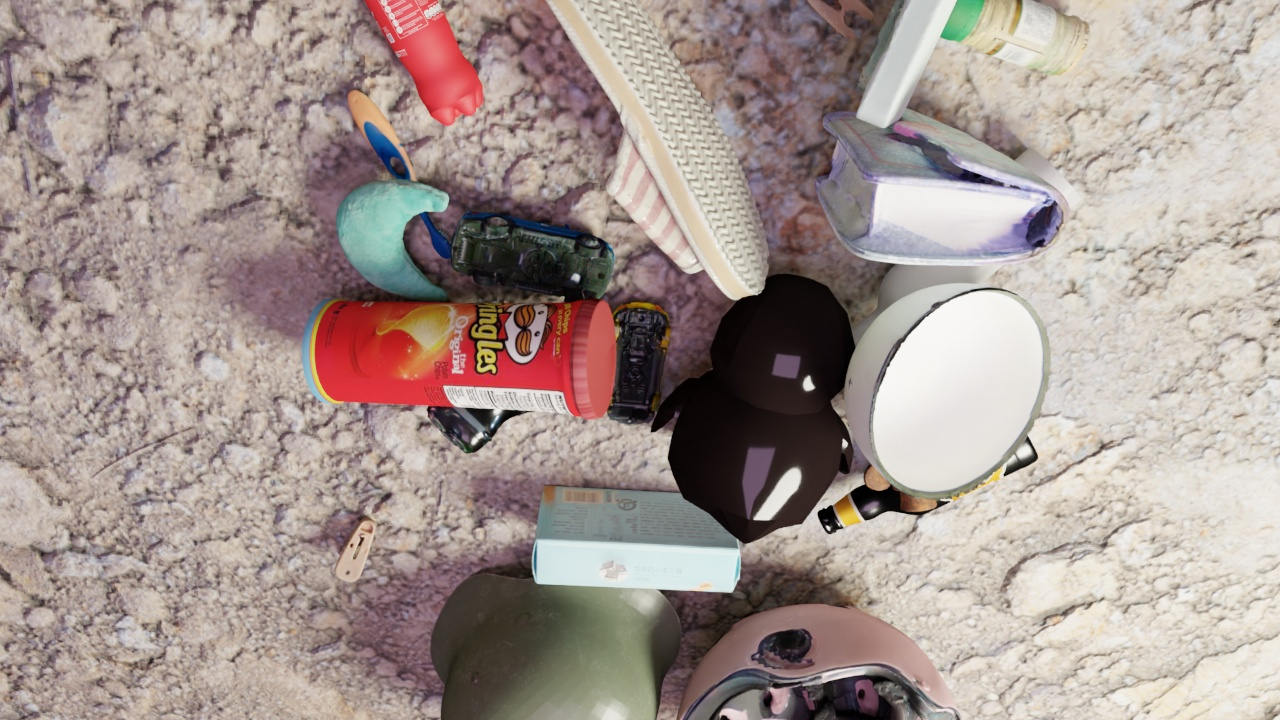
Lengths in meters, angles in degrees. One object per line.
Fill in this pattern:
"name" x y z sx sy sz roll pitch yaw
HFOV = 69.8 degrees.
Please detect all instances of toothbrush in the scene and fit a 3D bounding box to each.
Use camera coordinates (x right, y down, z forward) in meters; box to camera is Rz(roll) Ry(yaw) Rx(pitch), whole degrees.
"toothbrush" -0.172 -0.134 0.666 0.021 0.017 0.135 -24 114 8

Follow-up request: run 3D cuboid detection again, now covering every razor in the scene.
"razor" -0.098 0.031 0.728 0.140 0.063 0.053 -19 147 3

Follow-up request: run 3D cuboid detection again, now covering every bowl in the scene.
"bowl" 0.205 0.014 0.646 0.153 0.073 0.153 -9 113 -21

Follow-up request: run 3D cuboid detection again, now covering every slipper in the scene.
"slipper" 0.006 -0.150 0.607 0.052 0.114 0.263 -18 119 31

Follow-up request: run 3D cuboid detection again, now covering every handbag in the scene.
"handbag" 0.187 -0.119 0.594 0.126 0.158 0.069 3 116 0

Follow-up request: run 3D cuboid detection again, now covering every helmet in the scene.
"helmet" 0.152 0.315 0.838 0.255 0.152 0.230 -10 121 7
"helmet" -0.079 0.309 0.831 0.227 0.153 0.268 38 112 -19

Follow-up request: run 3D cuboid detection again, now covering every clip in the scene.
"clip" -0.252 0.168 0.820 0.026 0.060 0.050 28 142 -15
"clip" 0.129 -0.238 0.604 0.049 0.026 0.061 -18 119 8

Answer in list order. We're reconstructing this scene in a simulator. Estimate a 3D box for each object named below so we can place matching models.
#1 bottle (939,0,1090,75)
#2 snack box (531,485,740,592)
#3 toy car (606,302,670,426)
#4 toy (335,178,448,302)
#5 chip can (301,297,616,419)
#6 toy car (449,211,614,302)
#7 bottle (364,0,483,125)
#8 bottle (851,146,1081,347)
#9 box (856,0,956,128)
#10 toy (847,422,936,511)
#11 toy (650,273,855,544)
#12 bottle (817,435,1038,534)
"bottle" 0.237 -0.222 0.603 0.111 0.043 0.043 15 118 -9
"snack box" -0.004 0.153 0.791 0.174 0.074 0.053 2 118 -2
"toy car" -0.004 0.004 0.733 0.049 0.030 0.107 6 117 -5
"toy" -0.181 -0.089 0.673 0.085 0.033 0.105 13 133 4
"chip can" -0.130 -0.004 0.675 0.213 0.086 0.087 2 120 12
"toy car" -0.079 -0.080 0.678 0.120 0.043 0.056 12 118 -10
"bottle" -0.150 -0.224 0.599 0.042 0.041 0.141 -22 117 11
"bottle" 0.226 -0.069 0.681 0.052 0.052 0.196 39 112 -20
"box" 0.180 -0.240 0.538 0.044 0.135 0.198 23 117 2
"toy" 0.210 0.060 0.725 0.087 0.067 0.112 -10 93 5
"toy" 0.096 0.029 0.684 0.159 0.140 0.184 12 117 -2
"bottle" 0.234 0.098 0.770 0.182 0.059 0.059 -30 115 15
